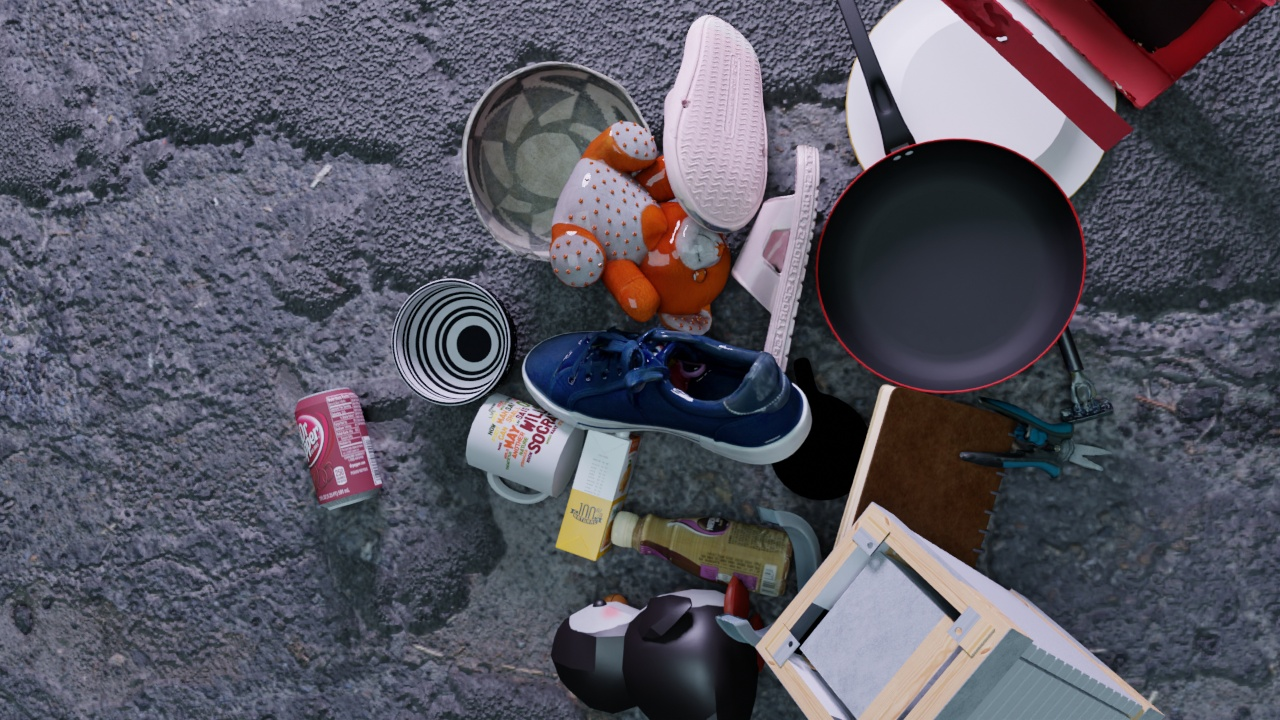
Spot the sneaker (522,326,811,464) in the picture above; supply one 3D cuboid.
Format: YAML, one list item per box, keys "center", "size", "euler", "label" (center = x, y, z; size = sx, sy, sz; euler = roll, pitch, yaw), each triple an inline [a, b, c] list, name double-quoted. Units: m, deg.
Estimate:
- center: [-0.005, 0.005, 0.782]
  size: [0.295, 0.127, 0.120]
  euler: [10, 55, 39]
  label: "sneaker"

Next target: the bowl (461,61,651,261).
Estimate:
- center: [-0.081, -0.183, 0.855]
  size: [0.178, 0.081, 0.178]
  euler: [-4, 104, -17]
  label: "bowl"

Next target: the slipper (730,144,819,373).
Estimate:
- center: [0.114, -0.072, 0.819]
  size: [0.064, 0.094, 0.239]
  euler: [9, 98, 8]
  label: "slipper"

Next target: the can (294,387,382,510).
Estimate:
- center: [-0.305, 0.089, 0.925]
  size: [0.063, 0.063, 0.114]
  euler: [-17, 86, 12]
  label: "can"

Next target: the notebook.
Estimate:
- center: [0.234, 0.143, 0.776]
  size: [0.167, 0.024, 0.225]
  euler: [14, 94, -30]
  label: "notebook"

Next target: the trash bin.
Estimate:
- center: [0.242, 0.243, 0.696]
  size: [0.246, 0.142, 0.142]
  euler: [32, 99, -34]
  label: "trash bin"

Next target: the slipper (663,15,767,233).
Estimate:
- center: [0.063, -0.213, 0.809]
  size: [0.056, 0.106, 0.221]
  euler: [-26, 49, 48]
  label: "slipper"

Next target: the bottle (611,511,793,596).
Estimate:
- center: [0.055, 0.172, 0.847]
  size: [0.166, 0.059, 0.059]
  euler: [10, 92, 13]
  label: "bottle"

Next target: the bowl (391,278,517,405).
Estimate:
- center: [-0.172, -0.017, 0.894]
  size: [0.120, 0.066, 0.120]
  euler: [0, 90, 12]
  label: "bowl"

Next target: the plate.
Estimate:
- center: [0.298, -0.228, 0.803]
  size: [0.230, 0.021, 0.229]
  euler: [0, 88, 7]
  label: "plate"

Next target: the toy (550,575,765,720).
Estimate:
- center: [0.006, 0.275, 0.819]
  size: [0.184, 0.159, 0.139]
  euler: [-4, 46, 23]
  label: "toy"

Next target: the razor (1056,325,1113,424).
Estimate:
- center: [0.368, -0.016, 0.797]
  size: [0.043, 0.022, 0.144]
  euler: [-18, 86, 11]
  label: "razor"

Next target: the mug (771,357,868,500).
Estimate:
- center: [0.155, 0.057, 0.807]
  size: [0.085, 0.094, 0.121]
  euler: [-14, 87, 12]
  label: "mug"

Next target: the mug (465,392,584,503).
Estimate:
- center: [-0.112, 0.093, 0.884]
  size: [0.089, 0.073, 0.105]
  euler: [19, 119, 12]
  label: "mug"

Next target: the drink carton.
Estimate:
- center: [-0.037, 0.120, 0.868]
  size: [0.040, 0.058, 0.122]
  euler: [17, 93, 12]
  label: "drink carton"

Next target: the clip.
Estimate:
- center: [0.117, 0.222, 0.777]
  size: [0.158, 0.030, 0.174]
  euler: [-51, 122, -25]
  label: "clip"

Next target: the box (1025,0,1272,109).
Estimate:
- center: [0.369, -0.324, 0.650]
  size: [0.121, 0.318, 0.211]
  euler: [-43, 82, 9]
  label: "box"

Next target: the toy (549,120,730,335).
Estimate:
- center: [0.010, -0.106, 0.805]
  size: [0.172, 0.093, 0.163]
  euler: [29, 64, -25]
  label: "toy"

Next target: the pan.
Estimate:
- center: [0.231, -0.147, 0.774]
  size: [0.209, 0.067, 0.356]
  euler: [-20, 82, 19]
  label: "pan"

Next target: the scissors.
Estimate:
- center: [0.332, 0.068, 0.775]
  size: [0.123, 0.019, 0.148]
  euler: [-39, 106, -7]
  label: "scissors"
